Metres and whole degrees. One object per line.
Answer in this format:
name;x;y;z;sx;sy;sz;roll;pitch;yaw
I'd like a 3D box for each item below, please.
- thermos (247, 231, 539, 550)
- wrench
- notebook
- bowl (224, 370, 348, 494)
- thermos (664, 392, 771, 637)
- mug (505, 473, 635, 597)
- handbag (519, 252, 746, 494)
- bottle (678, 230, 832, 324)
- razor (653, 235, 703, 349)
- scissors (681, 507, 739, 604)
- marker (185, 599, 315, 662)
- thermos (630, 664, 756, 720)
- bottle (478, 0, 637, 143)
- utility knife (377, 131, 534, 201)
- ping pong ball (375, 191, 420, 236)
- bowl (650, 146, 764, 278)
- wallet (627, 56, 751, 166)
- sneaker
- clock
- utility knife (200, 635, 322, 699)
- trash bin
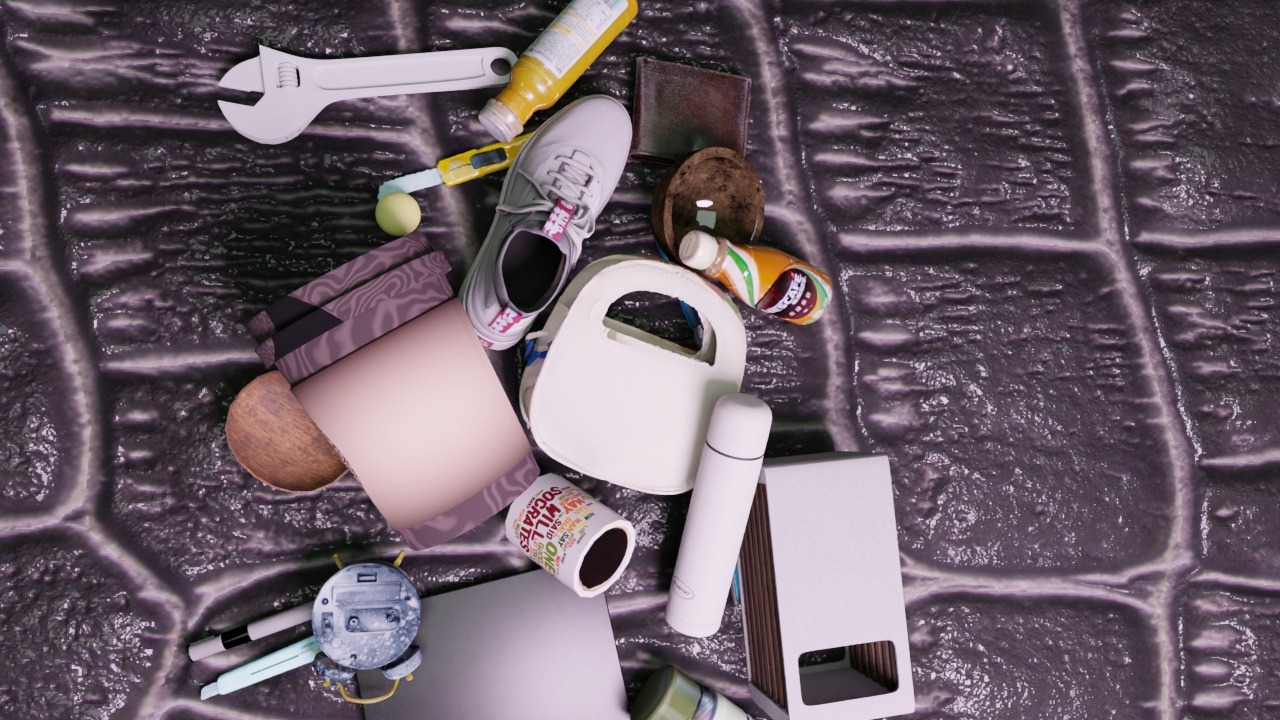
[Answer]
thermos;-0.196;0.030;0.774;0.172;0.173;0.226;-31;99;-12
wrench;-0.247;-0.254;0.856;0.273;0.018;0.086;-8;87;-12
notebook;-0.134;0.287;0.837;0.231;0.019;0.169;-12;87;-11
bowl;-0.306;0.064;0.813;0.114;0.026;0.101;40;65;-9
thermos;0.068;0.137;0.810;0.052;0.052;0.224;8;110;-10
mug;-0.054;0.157;0.822;0.090;0.105;0.073;28;91;35
handbag;-0.005;0.005;0.834;0.200;0.093;0.199;22;97;-16
bottle;0.107;-0.081;0.857;0.167;0.059;0.059;17;82;-36
razor;0.046;-0.059;0.896;0.042;0.022;0.144;-22;85;-49
scissors;0.063;0.170;0.882;0.132;0.019;0.148;40;81;-6
marker;-0.323;0.231;0.805;0.140;0.016;0.016;-18;89;-12
thermos;0.097;0.369;0.847;0.231;0.082;0.082;37;80;-6
bottle;-0.079;-0.285;0.870;0.053;0.053;0.186;40;80;-6
utility knife;-0.150;-0.187;0.872;0.206;0.018;0.030;-21;81;-9
ping pong ball;-0.222;-0.134;0.839;0.040;0.040;0.040;1;86;-11
bowl;0.055;-0.142;0.877;0.121;0.056;0.121;-9;106;-34
wallet;0.048;-0.240;0.906;0.120;0.031;0.099;6;87;-13
sneaker;-0.076;-0.134;0.819;0.096;0.129;0.262;30;79;-18
clock;-0.233;0.229;0.787;0.090;0.052;0.129;1;85;-13
utility knife;-0.326;0.268;0.804;0.119;0.015;0.022;-21;91;-8
trash bin;0.162;0.204;0.849;0.114;0.114;0.228;-5;87;-11
